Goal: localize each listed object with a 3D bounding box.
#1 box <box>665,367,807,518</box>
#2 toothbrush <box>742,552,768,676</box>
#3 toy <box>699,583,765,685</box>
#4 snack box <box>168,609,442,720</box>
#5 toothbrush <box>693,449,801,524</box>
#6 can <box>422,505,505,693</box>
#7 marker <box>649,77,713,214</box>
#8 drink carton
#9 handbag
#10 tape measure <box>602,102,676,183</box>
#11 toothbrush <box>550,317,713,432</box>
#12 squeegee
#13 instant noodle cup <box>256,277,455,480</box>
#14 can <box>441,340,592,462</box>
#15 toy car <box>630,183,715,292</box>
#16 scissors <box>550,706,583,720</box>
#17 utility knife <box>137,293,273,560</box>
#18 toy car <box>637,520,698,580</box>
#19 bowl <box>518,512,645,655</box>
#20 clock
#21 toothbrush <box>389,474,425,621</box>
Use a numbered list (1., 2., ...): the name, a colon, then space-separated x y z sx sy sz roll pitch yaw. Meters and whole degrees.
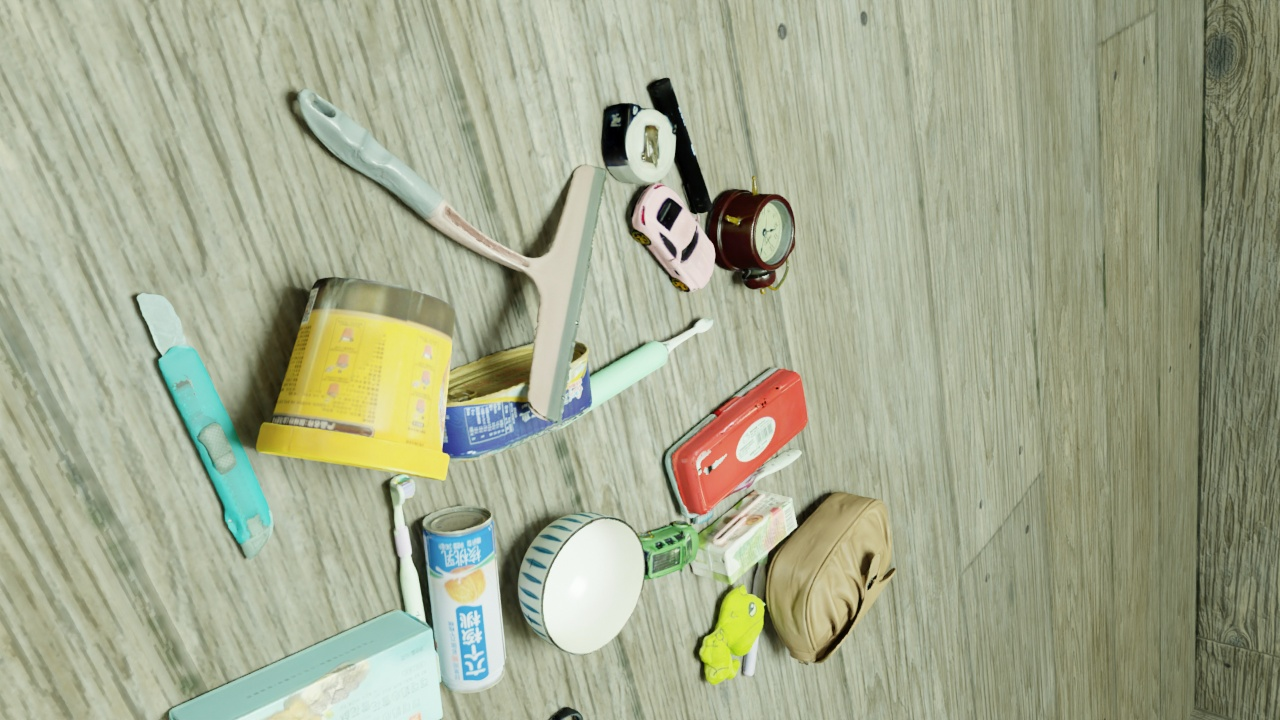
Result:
1. box: 0.102 0.083 0.955 0.200 0.047 0.087 -34 120 -38
2. toothbrush: 0.135 0.263 1.030 0.021 0.029 0.189 9 93 -6
3. toy: 0.099 0.295 0.989 0.099 0.031 0.097 -31 118 -34
4. snack box: -0.222 0.242 0.629 0.174 0.052 0.074 -16 107 -43
5. toothbrush: 0.118 0.134 0.992 0.187 0.016 0.017 -23 121 -42
6. can: -0.135 0.184 0.708 0.053 0.053 0.135 -16 108 -44
7. marker: 0.038 -0.197 0.851 0.022 0.020 0.132 -30 121 -11
8. drink carton: 0.108 0.182 0.962 0.122 0.054 0.045 -28 114 -41
9. handbag: 0.228 0.248 1.060 0.203 0.100 0.148 -35 124 -43
10. tape measure: 0.000 -0.188 0.802 0.065 0.034 0.066 -4 99 -44
11. toothbrush: -0.005 0.005 0.834 0.223 0.027 0.026 -31 89 -39
12. squeegee: -0.140 -0.110 0.660 0.249 0.040 0.247 34 51 -35
13. instant noodle cup: -0.177 0.013 0.597 0.118 0.119 0.114 18 76 -46
14. can: -0.100 0.028 0.705 0.147 0.075 0.049 -23 116 -41
15. toy car: 0.035 -0.112 0.850 0.122 0.037 0.056 46 66 -41
16. scissors: -0.106 0.379 0.805 0.159 0.014 0.177 48 65 -37
17. utility knife: -0.269 0.044 0.573 0.029 0.013 0.187 -33 119 -38
18. toy car: 0.025 0.186 0.891 0.091 0.036 0.043 -11 103 -49
19. bowl: -0.059 0.182 0.779 0.116 0.066 0.116 -9 104 -44
20. clock: 0.117 -0.121 0.919 0.081 0.055 0.122 -57 133 -23
21. toothbrush: -0.170 0.179 0.696 0.020 0.029 0.190 -4 105 -3
